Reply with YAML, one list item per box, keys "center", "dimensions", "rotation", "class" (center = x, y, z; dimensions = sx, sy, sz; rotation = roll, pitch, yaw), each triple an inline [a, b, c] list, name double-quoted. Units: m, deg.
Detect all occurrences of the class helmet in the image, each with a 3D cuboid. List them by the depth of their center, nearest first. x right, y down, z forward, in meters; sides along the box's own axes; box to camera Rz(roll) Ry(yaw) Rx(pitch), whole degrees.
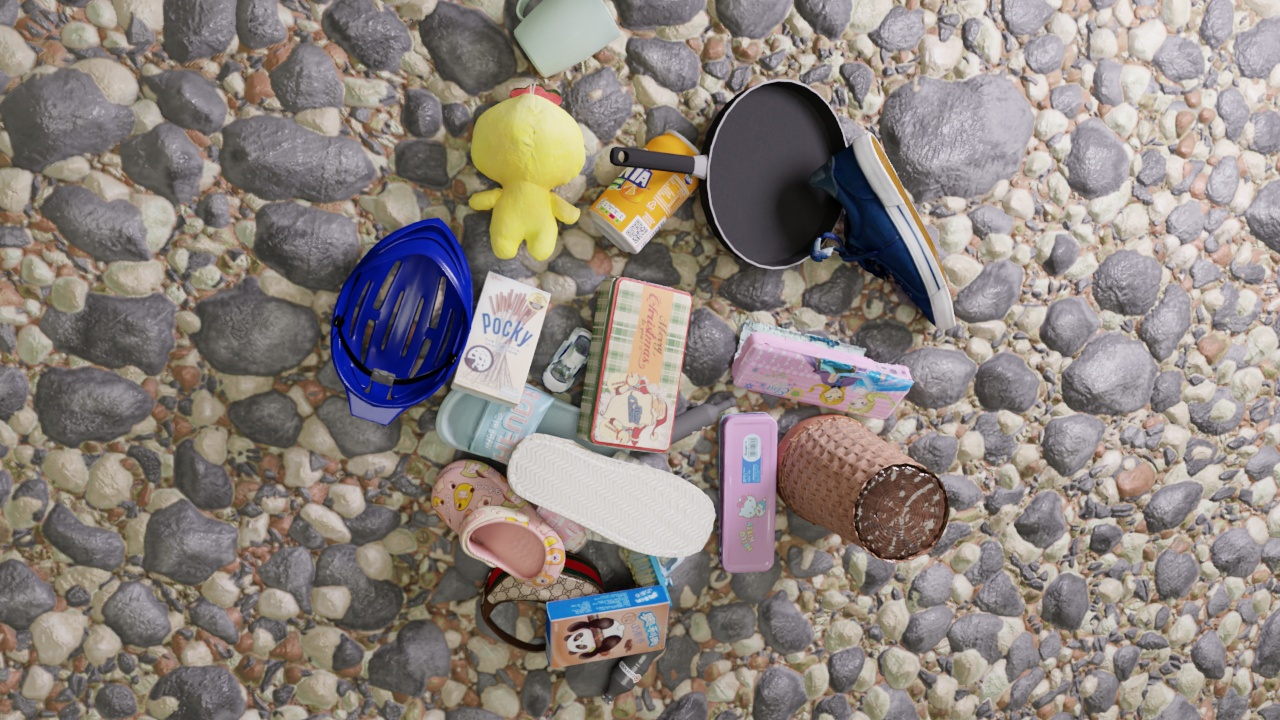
- center: [-0.257, -0.045, 0.997]
  dimensions: [0.147, 0.228, 0.241]
  rotation: [19, 90, -14]
  class: "helmet"

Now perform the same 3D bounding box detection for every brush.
- center: [0.021, 0.256, 1.187]
  dimensions: [0.075, 0.055, 0.136]
  rotation: [-20, 102, -3]
  class: "brush"

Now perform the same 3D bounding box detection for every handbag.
- center: [-0.120, 0.312, 1.171]
  dimensions: [0.166, 0.063, 0.138]
  rotation: [22, 110, -19]
  class: "handbag"

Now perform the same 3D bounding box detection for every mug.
- center: [-0.095, -0.395, 1.065]
  dimensions: [0.104, 0.084, 0.111]
  rotation: [-33, 75, 6]
  class: "mug"

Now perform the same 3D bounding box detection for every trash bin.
- center: [0.270, 0.157, 1.146]
  dimensions: [0.151, 0.210, 0.151]
  rotation: [-1, 97, -12]
  class: "trash bin"

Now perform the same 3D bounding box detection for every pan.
- center: [0.110, -0.226, 1.090]
  dimensions: [0.355, 0.034, 0.225]
  rotation: [-1, 101, -33]
  class: "pan"

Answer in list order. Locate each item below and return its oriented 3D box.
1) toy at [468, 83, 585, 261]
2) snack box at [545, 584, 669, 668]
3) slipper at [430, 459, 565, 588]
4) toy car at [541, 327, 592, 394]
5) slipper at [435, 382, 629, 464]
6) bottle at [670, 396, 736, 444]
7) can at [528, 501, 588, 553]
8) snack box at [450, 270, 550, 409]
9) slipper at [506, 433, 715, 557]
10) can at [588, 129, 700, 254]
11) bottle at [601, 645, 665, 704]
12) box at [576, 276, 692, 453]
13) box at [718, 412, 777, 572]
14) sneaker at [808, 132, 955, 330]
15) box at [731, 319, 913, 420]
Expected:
- center: [-0.131, -0.221, 1.070]
  dimensions: [0.133, 0.092, 0.208]
  rotation: [4, 99, -9]
  class: "toy"
- center: [-0.042, 0.332, 1.146]
  dimensions: [0.151, 0.034, 0.087]
  rotation: [-5, 124, -14]
  class: "snack box"
- center: [-0.178, 0.195, 1.087]
  dimensions: [0.197, 0.081, 0.093]
  rotation: [35, 103, 17]
  class: "slipper"
- center: [-0.088, 0.001, 1.143]
  dimensions: [0.038, 0.027, 0.090]
  rotation: [35, 90, -16]
  class: "toy car"
- center: [-0.125, 0.088, 1.124]
  dimensions: [0.245, 0.074, 0.104]
  rotation: [18, 93, -15]
  class: "slipper"
- center: [0.072, 0.076, 1.185]
  dimensions: [0.113, 0.030, 0.030]
  rotation: [-26, 102, -7]
  class: "bottle"
- center: [-0.100, 0.195, 1.147]
  dimensions: [0.076, 0.067, 0.067]
  rotation: [32, 90, -15]
  class: "can"
- center: [-0.165, -0.025, 1.093]
  dimensions: [0.082, 0.026, 0.149]
  rotation: [19, 68, -14]
  class: "snack box"
- center: [-0.036, 0.163, 1.111]
  dimensions: [0.272, 0.054, 0.114]
  rotation: [22, 74, -20]
  class: "slipper"
- center: [0.009, -0.203, 1.107]
  dimensions: [0.079, 0.079, 0.142]
  rotation: [42, 88, -14]
  class: "can"
- center: [-0.012, 0.406, 1.211]
  dimensions: [0.036, 0.036, 0.110]
  rotation: [40, 89, -14]
  class: "bottle"
- center: [-0.007, 0.007, 1.122]
  dimensions: [0.117, 0.050, 0.205]
  rotation: [12, 86, -32]
  class: "box"
- center: [0.140, 0.175, 1.212]
  dimensions: [0.076, 0.036, 0.214]
  rotation: [-1, 98, -8]
  class: "box"
- center: [0.304, -0.139, 1.170]
  dimensions: [0.127, 0.120, 0.294]
  rotation: [-26, 118, 26]
  class: "sneaker"
- center: [0.233, 0.008, 1.206]
  dimensions: [0.230, 0.076, 0.085]
  rotation: [13, 132, -14]
  class: "box"
